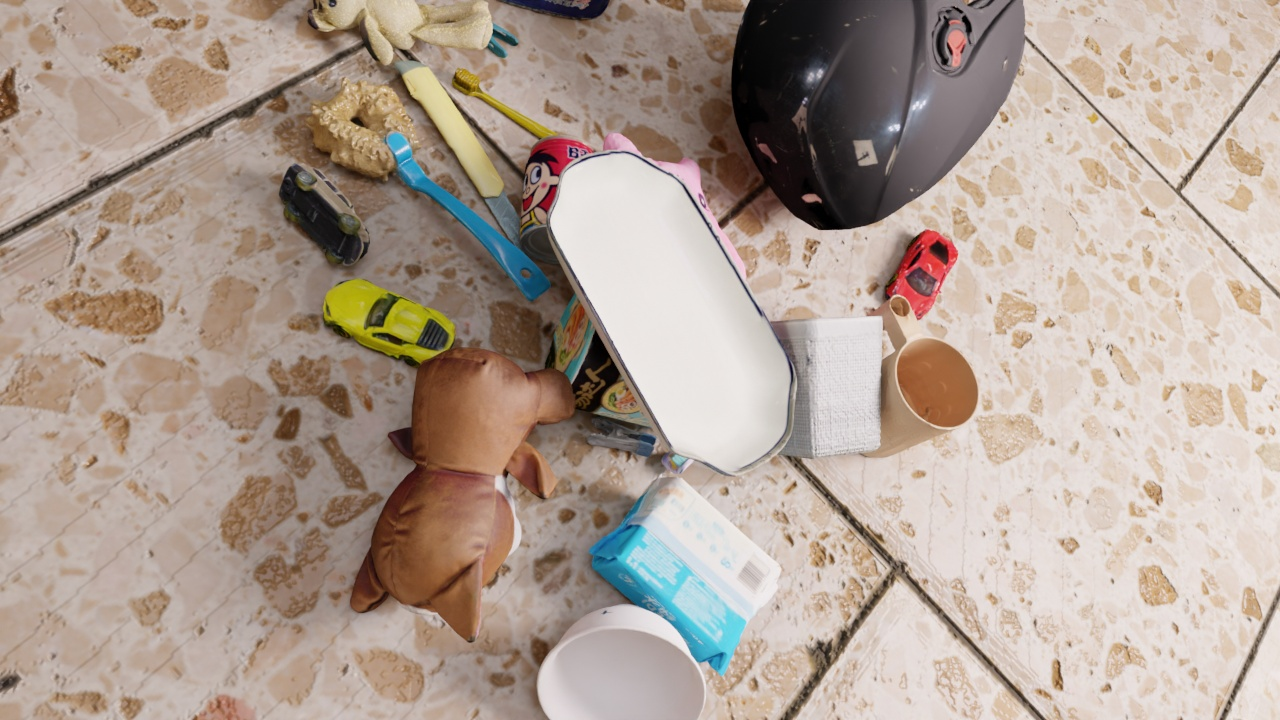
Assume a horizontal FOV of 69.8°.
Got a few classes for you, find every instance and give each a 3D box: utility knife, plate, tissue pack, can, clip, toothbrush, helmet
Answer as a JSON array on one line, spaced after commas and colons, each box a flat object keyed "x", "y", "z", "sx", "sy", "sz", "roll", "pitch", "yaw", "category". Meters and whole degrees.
[{"x": -0.152, "y": -0.183, "z": 0.806, "sx": 0.030, "sy": 0.021, "sz": 0.207, "roll": -31, "pitch": 80, "yaw": -23, "category": "utility knife"}, {"x": 0.021, "y": -0.036, "z": 0.696, "sx": 0.161, "sy": 0.034, "sz": 0.265, "roll": -29, "pitch": 87, "yaw": -43, "category": "plate"}, {"x": 0.036, "y": 0.164, "z": 0.712, "sx": 0.140, "sy": 0.063, "sz": 0.089, "roll": 42, "pitch": 60, "yaw": -2, "category": "tissue pack"}, {"x": -0.069, "y": -0.139, "z": 0.792, "sx": 0.066, "sy": 0.067, "sz": 0.093, "roll": 9, "pitch": 66, "yaw": -17, "category": "can"}, {"x": -0.143, "y": -0.308, "z": 0.863, "sx": 0.056, "sy": 0.014, "sz": 0.040, "roll": 33, "pitch": 61, "yaw": -4, "category": "clip"}, {"x": -0.094, "y": -0.382, "z": 0.889, "sx": 0.148, "sy": 0.049, "sz": 0.074, "roll": 7, "pitch": 67, "yaw": -17, "category": "can"}, {"x": -0.016, "y": 0.065, "z": 0.756, "sx": 0.057, "sy": 0.025, "sz": 0.033, "roll": 19, "pitch": 59, "yaw": -7, "category": "clip"}, {"x": -0.088, "y": -0.212, "z": 0.842, "sx": 0.190, "sy": 0.017, "sz": 0.015, "roll": 31, "pitch": 63, "yaw": -6, "category": "toothbrush"}, {"x": 0.192, "y": -0.258, "z": 0.832, "sx": 0.230, "sy": 0.234, "sz": 0.275, "roll": -54, "pitch": 134, "yaw": -14, "category": "helmet"}, {"x": 0.090, "y": 0.037, "z": 0.809, "sx": 0.188, "sy": 0.029, "sz": 0.021, "roll": -38, "pitch": 126, "yaw": -30, "category": "toothbrush"}]

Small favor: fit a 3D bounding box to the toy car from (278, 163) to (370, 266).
[{"x": -0.248, "y": -0.116, "z": 0.731, "sx": 0.090, "sy": 0.042, "sz": 0.035, "roll": 46, "pitch": 39, "yaw": 9, "category": "toy car"}]

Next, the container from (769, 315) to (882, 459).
[{"x": 0.149, "y": 0.022, "z": 0.780, "sx": 0.090, "sy": 0.090, "sz": 0.114, "roll": -3, "pitch": 91, "yaw": -29, "category": "container"}]

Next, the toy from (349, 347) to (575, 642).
[{"x": -0.127, "y": 0.094, "z": 0.657, "sx": 0.130, "sy": 0.140, "sz": 0.199, "roll": 40, "pitch": 56, "yaw": -43, "category": "toy"}]

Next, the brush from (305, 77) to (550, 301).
[{"x": -0.173, "y": -0.142, "z": 0.762, "sx": 0.254, "sy": 0.046, "sz": 0.083, "roll": 42, "pitch": 58, "yaw": 6, "category": "brush"}]

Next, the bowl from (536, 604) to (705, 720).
[{"x": -0.012, "y": 0.216, "z": 0.665, "sx": 0.118, "sy": 0.118, "sz": 0.064, "roll": 25, "pitch": 26, "yaw": -9, "category": "bowl"}]

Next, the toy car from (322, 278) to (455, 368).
[{"x": -0.197, "y": -0.032, "z": 0.723, "sx": 0.105, "sy": 0.032, "sz": 0.048, "roll": 23, "pitch": 64, "yaw": -8, "category": "toy car"}]

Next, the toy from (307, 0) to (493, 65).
[{"x": -0.209, "y": -0.307, "z": 0.808, "sx": 0.157, "sy": 0.066, "sz": 0.105, "roll": 6, "pitch": 62, "yaw": -11, "category": "toy"}]

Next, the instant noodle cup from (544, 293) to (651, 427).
[{"x": -0.004, "y": 0.004, "z": 0.743, "sx": 0.120, "sy": 0.111, "sz": 0.111, "roll": 21, "pitch": 63, "yaw": -18, "category": "instant noodle cup"}]

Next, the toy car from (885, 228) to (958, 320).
[{"x": 0.284, "y": -0.086, "z": 0.923, "sx": 0.049, "sy": 0.031, "sz": 0.106, "roll": 37, "pitch": 64, "yaw": -2, "category": "toy car"}]

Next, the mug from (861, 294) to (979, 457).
[{"x": 0.224, "y": 0.018, "z": 0.817, "sx": 0.084, "sy": 0.104, "sz": 0.124, "roll": -18, "pitch": 76, "yaw": -26, "category": "mug"}]

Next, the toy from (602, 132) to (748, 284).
[{"x": 0.031, "y": -0.114, "z": 0.815, "sx": 0.178, "sy": 0.075, "sz": 0.194, "roll": 30, "pitch": 50, "yaw": -31, "category": "toy"}]
